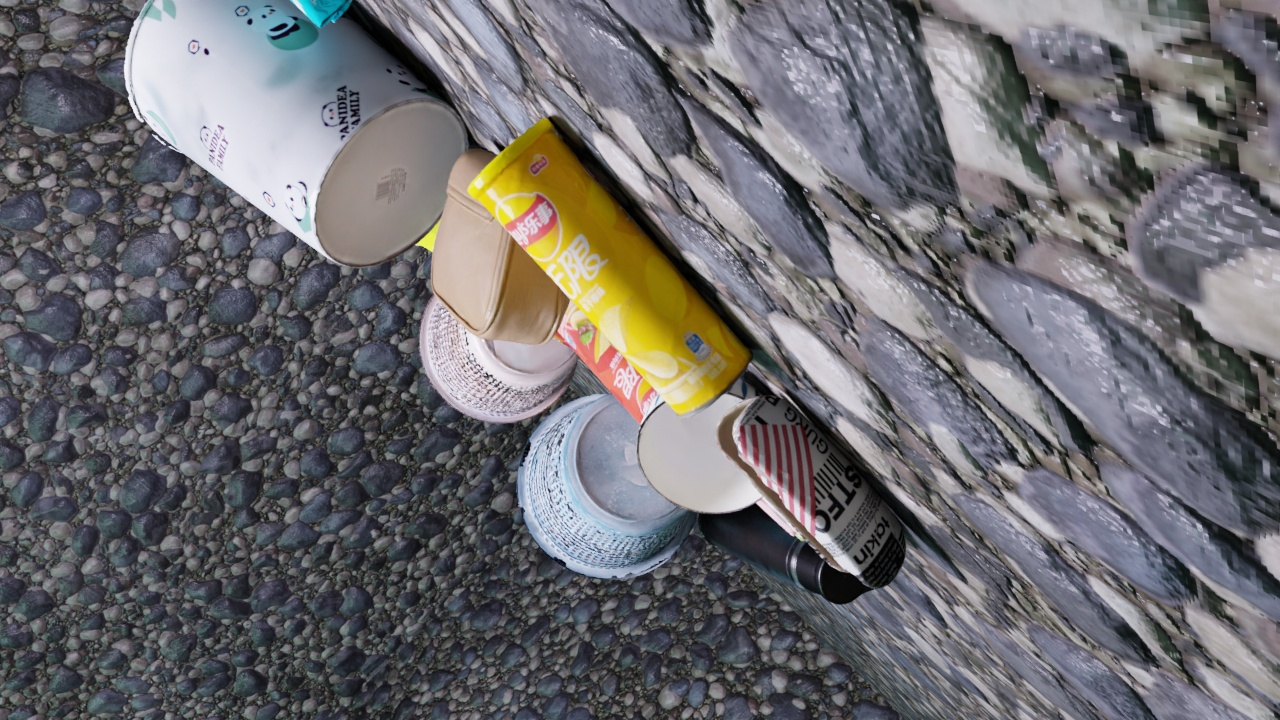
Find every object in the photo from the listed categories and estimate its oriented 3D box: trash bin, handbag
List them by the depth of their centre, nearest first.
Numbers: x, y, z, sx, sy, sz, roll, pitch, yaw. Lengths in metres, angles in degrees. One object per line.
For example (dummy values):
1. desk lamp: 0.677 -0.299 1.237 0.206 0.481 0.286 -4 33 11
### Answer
1. handbag: -0.115 -0.097 0.790 0.099 0.148 0.204 4 -162 -29
2. trash bin: -0.319 -0.235 0.895 0.252 0.229 0.230 38 171 18
3. trash bin: -0.020 0.127 1.027 0.226 0.226 0.195 46 162 4
4. trash bin: -0.165 -0.035 1.200 0.227 0.227 0.192 47 161 -9

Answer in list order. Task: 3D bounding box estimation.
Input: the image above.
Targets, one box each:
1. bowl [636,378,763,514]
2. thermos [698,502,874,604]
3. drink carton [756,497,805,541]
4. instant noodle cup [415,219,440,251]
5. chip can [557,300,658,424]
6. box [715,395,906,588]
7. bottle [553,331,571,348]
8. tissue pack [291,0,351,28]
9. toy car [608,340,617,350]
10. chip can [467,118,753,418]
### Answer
1. bowl: 0.058 0.058 0.740 0.116 0.117 0.066 48 -155 -17
2. thermos: 0.156 0.203 0.993 0.090 0.068 0.243 28 174 -24
3. drink carton: 0.127 0.121 0.902 0.122 0.045 0.053 44 172 20
4. instant noodle cup: -0.169 -0.137 1.009 0.123 0.111 0.112 37 173 5
5. chip can: -0.005 0.005 0.886 0.216 0.073 0.073 48 175 35
6. box: 0.121 0.097 0.675 0.162 0.076 0.088 44 150 -4
7. bottle: -0.124 -0.069 1.077 0.175 0.057 0.057 28 175 -6
8. tissue pack: -0.291 -0.342 0.740 0.093 0.050 0.133 44 173 37
9. toy car: -0.019 -0.042 0.851 0.036 0.043 0.091 31 -165 -45
10. chip can: -0.019 -0.059 0.620 0.213 0.072 0.072 48 174 -11
